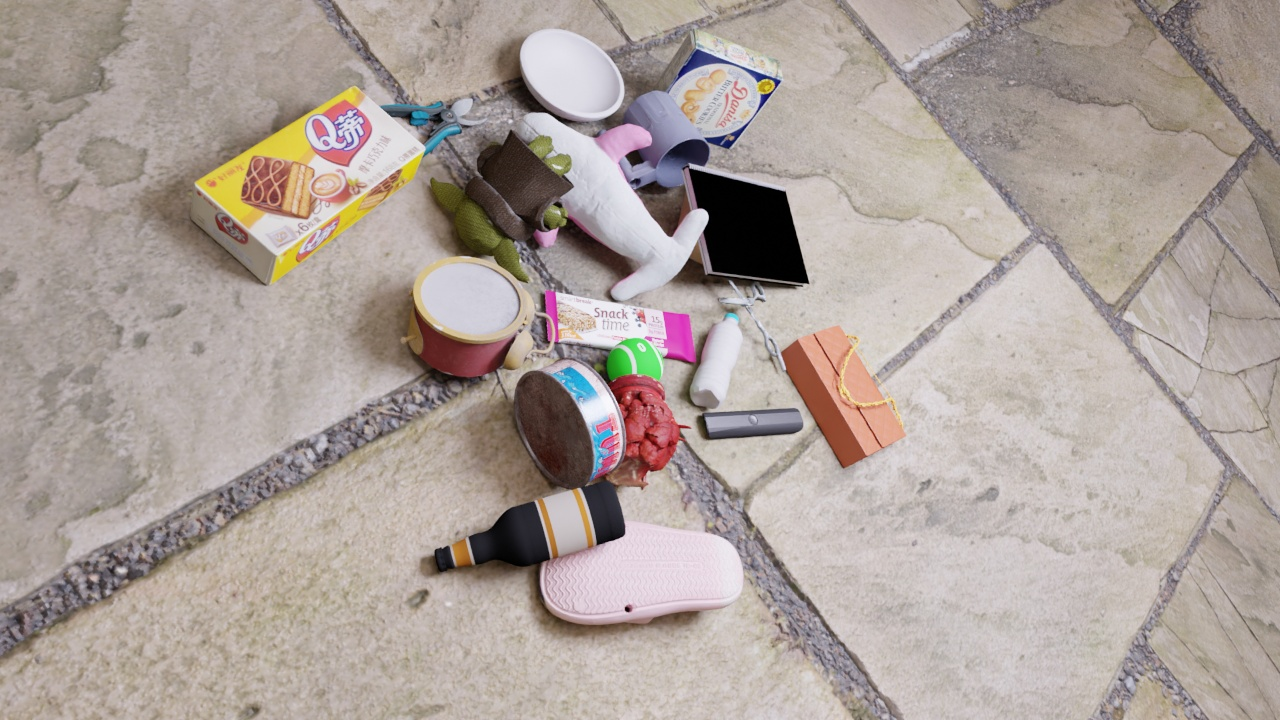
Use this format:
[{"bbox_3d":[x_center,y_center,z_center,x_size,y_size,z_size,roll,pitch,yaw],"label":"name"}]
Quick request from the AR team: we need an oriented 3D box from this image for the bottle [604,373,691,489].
[{"bbox_3d":[-0.001,0.082,1.008,0.099,0.099,0.111,17,46,-21],"label":"bottle"}]

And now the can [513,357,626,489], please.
[{"bbox_3d":[-0.074,0.065,0.943,0.044,0.130,0.130,-24,77,-37],"label":"can"}]

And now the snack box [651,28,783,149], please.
[{"bbox_3d":[0.101,-0.376,1.285,0.145,0.145,0.042,12,55,-24],"label":"snack box"}]

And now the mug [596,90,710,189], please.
[{"bbox_3d":[0.015,-0.289,1.226,0.124,0.084,0.104,-25,62,-10],"label":"mug"}]

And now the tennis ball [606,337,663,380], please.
[{"bbox_3d":[-0.006,0.006,1.057,0.065,0.066,0.065,14,58,-23],"label":"tennis ball"}]

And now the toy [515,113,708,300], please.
[{"bbox_3d":[-0.047,-0.202,1.140,0.265,0.127,0.187,45,96,-1],"label":"toy"}]

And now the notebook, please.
[{"bbox_3d":[0.143,-0.176,1.220,0.206,0.016,0.149,1,72,-45],"label":"notebook"}]

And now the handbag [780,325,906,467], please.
[{"bbox_3d":[0.275,0.039,1.205,0.108,0.060,0.172,-18,73,-40],"label":"handbag"}]

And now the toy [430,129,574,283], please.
[{"bbox_3d":[-0.146,-0.187,1.045,0.179,0.153,0.078,46,10,18],"label":"toy"}]

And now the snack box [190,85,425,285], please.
[{"bbox_3d":[-0.349,-0.192,0.977,0.110,0.062,0.229,42,52,-3],"label":"snack box"}]

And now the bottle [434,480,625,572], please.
[{"bbox_3d":[-0.109,0.169,0.892,0.181,0.059,0.059,-15,70,-12],"label":"bottle"}]

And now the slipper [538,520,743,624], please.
[{"bbox_3d":[0.003,0.219,0.948,0.221,0.056,0.106,2,61,-18],"label":"slipper"}]

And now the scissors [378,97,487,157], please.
[{"bbox_3d":[-0.256,-0.281,1.108,0.154,0.019,0.124,6,62,-26],"label":"scissors"}]

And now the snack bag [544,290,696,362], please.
[{"bbox_3d":[-0.021,-0.041,1.107,0.196,0.016,0.070,8,58,-26],"label":"snack bag"}]

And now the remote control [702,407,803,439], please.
[{"bbox_3d":[0.138,0.076,1.131,0.146,0.015,0.033,-1,64,-30],"label":"remote control"}]

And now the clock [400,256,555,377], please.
[{"bbox_3d":[-0.170,-0.037,0.977,0.158,0.081,0.117,10,48,-14],"label":"clock"}]

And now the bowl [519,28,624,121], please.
[{"bbox_3d":[-0.098,-0.374,1.235,0.149,0.043,0.149,14,58,-23],"label":"bowl"}]

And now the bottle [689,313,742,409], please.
[{"bbox_3d":[0.097,-0.003,1.135,0.044,0.044,0.136,30,53,-12],"label":"bottle"}]

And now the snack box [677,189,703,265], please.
[{"bbox_3d":[0.101,-0.188,1.244,0.088,0.040,0.125,24,54,-16],"label":"snack box"}]

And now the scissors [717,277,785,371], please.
[{"bbox_3d":[0.145,-0.063,1.193,0.175,0.014,0.141,57,31,-5],"label":"scissors"}]
